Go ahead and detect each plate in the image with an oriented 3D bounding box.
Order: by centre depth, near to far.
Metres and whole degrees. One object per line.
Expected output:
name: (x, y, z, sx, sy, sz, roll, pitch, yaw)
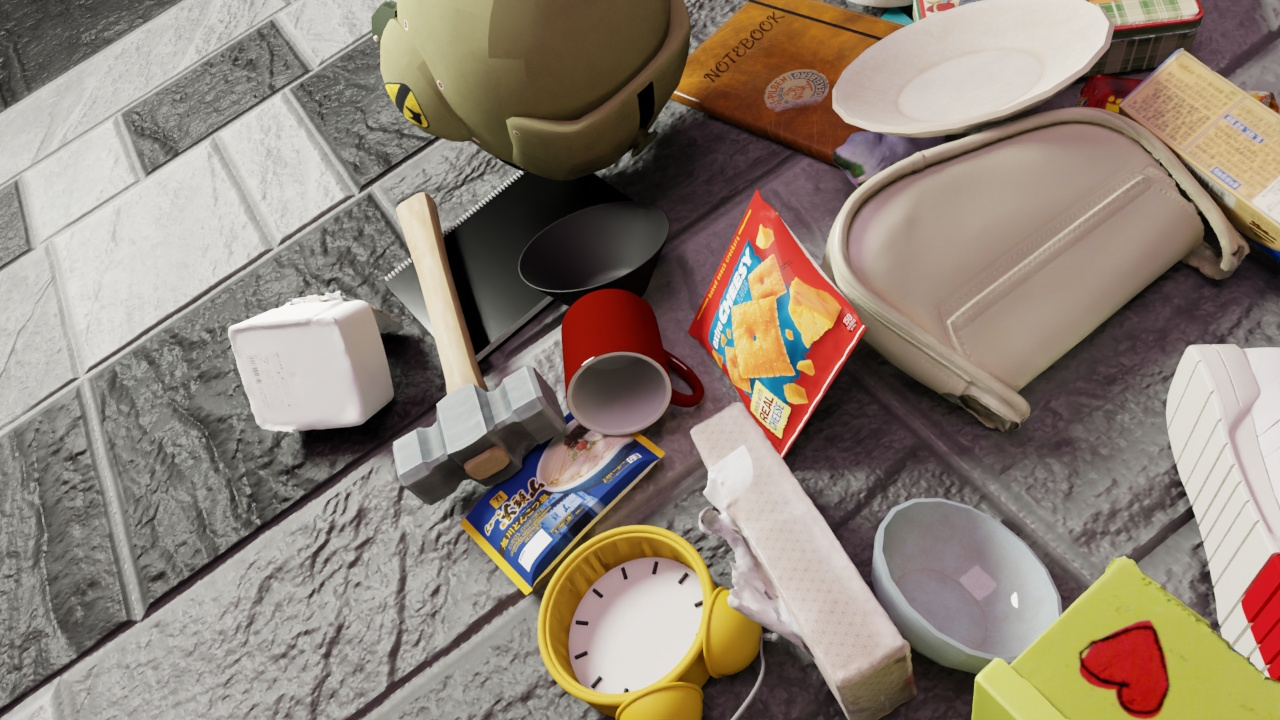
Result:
plate: (0.233, -0.205, 0.658, 0.189, 0.027, 0.188, -18, 36, 13)

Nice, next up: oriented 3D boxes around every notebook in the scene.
notebook: (-0.113, -0.097, 0.816, 0.206, 0.016, 0.149, -41, 53, -11)
notebook: (0.162, -0.265, 0.834, 0.249, 0.014, 0.178, 33, 72, 35)

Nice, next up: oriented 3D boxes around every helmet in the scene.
helmet: (-0.077, -0.261, 0.752, 0.250, 0.256, 0.233, -46, 50, -13)

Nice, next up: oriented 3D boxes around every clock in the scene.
clock: (0.006, 0.167, 0.560, 0.152, 0.052, 0.113, 30, 70, 39)

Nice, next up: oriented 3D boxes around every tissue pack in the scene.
tissue pack: (0.082, 0.116, 0.534, 0.071, 0.104, 0.181, -28, 52, 2)

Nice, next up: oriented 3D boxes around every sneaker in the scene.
sneaker: (0.355, 0.094, 0.465, 0.104, 0.090, 0.236, -2, 51, 12)

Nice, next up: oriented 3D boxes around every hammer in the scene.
hammer: (-0.157, -0.034, 0.744, 0.117, 0.051, 0.322, -30, 48, 5)

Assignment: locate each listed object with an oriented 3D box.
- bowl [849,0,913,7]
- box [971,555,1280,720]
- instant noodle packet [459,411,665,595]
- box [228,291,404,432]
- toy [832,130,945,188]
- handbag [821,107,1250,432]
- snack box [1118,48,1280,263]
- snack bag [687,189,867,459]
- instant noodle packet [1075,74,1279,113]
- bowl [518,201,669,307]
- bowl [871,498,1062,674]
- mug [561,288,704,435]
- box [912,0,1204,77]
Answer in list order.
bowl: (0.229, -0.370, 0.838, 0.116, 0.066, 0.116, -5, 40, 4)
box: (0.201, 0.181, 0.367, 0.082, 0.221, 0.124, -40, 54, -9)
instant noodle packet: (-0.056, 0.092, 0.651, 0.134, 0.026, 0.087, -45, 48, -13)
box: (-0.255, -0.011, 0.774, 0.110, 0.103, 0.129, -5, 18, 16)
toy: (0.194, -0.173, 0.728, 0.099, 0.036, 0.080, -42, 93, -17)
handbag: (0.250, -0.065, 0.627, 0.229, 0.132, 0.184, -36, 76, -3)
snack box: (0.400, -0.108, 0.576, 0.056, 0.057, 0.206, -43, 62, 12)
snack bag: (0.089, -0.022, 0.631, 0.039, 0.131, 0.144, -1, 44, -30)
instant noodle packet: (0.378, -0.159, 0.662, 0.135, 0.040, 0.098, 17, 70, 29)
bowl: (-0.030, -0.072, 0.735, 0.124, 0.052, 0.123, -13, 37, 10)
bowl: (0.174, 0.130, 0.511, 0.106, 0.039, 0.106, 11, 40, -9)
mug: (-0.004, 0.004, 0.665, 0.105, 0.073, 0.082, 15, 32, -17)
box: (0.331, -0.283, 0.749, 0.206, 0.050, 0.117, -2, 59, 12)
